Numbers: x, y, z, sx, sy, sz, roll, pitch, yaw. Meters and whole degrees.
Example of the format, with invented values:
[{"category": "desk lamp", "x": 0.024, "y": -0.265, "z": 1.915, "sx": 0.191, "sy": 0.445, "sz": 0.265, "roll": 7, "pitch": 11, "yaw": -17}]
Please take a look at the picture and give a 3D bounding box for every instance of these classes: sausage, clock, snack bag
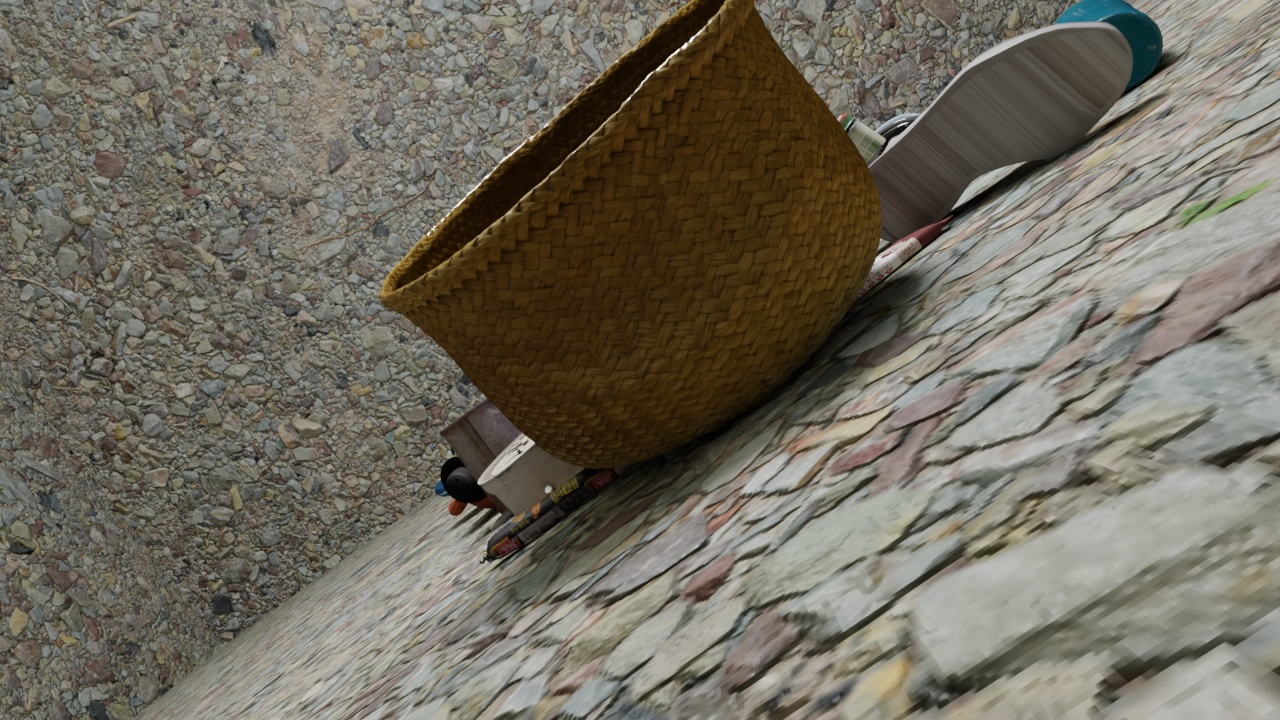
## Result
[{"category": "sausage", "x": -0.050, "y": 0.095, "z": 0.640, "sx": 0.155, "sy": 0.020, "sz": 0.020, "roll": -36, "pitch": 3, "yaw": 4}, {"category": "clock", "x": -0.070, "y": 0.078, "z": 0.786, "sx": 0.104, "sy": 0.061, "sz": 0.156, "roll": -35, "pitch": 11, "yaw": 38}, {"category": "snack bag", "x": 0.161, "y": -0.058, "z": 0.677, "sx": 0.157, "sy": 0.013, "sz": 0.057, "roll": -37, "pitch": 1, "yaw": -16}]

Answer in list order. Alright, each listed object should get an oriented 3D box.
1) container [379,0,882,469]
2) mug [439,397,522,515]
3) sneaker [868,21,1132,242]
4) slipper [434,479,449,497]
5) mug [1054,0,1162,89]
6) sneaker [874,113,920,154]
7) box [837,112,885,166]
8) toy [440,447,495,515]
[{"category": "container", "x": 0.004, "y": -0.081, "z": 0.615, "sx": 0.307, "sy": 0.196, "sz": 0.306, "roll": -35, "pitch": 20, "yaw": 15}, {"category": "mug", "x": -0.130, "y": 0.086, "z": 0.901, "sx": 0.096, "sy": 0.110, "sz": 0.123, "roll": -31, "pitch": 1, "yaw": -10}, {"category": "sneaker", "x": 0.259, "y": -0.181, "z": 0.690, "sx": 0.237, "sy": 0.099, "sz": 0.089, "roll": -36, "pitch": 16, "yaw": 52}, {"category": "slipper", "x": -0.134, "y": 0.103, "z": 1.206, "sx": 0.294, "sy": 0.060, "sz": 0.118, "roll": -35, "pitch": 6, "yaw": -14}, {"category": "mug", "x": 0.377, "y": -0.253, "z": 0.743, "sx": 0.078, "sy": 0.078, "sz": 0.121, "roll": -35, "pitch": 7, "yaw": 27}, {"category": "sneaker", "x": 0.291, "y": -0.216, "z": 1.154, "sx": 0.257, "sy": 0.093, "sz": 0.160, "roll": -36, "pitch": -6, "yaw": 38}, {"category": "box", "x": 0.134, "y": -0.112, "z": 0.806, "sx": 0.205, "sy": 0.051, "sz": 0.117, "roll": -55, "pitch": -11, "yaw": 7}, {"category": "toy", "x": -0.167, "y": 0.114, "z": 1.039, "sx": 0.175, "sy": 0.096, "sz": 0.112, "roll": -78, "pitch": 13, "yaw": -74}]
